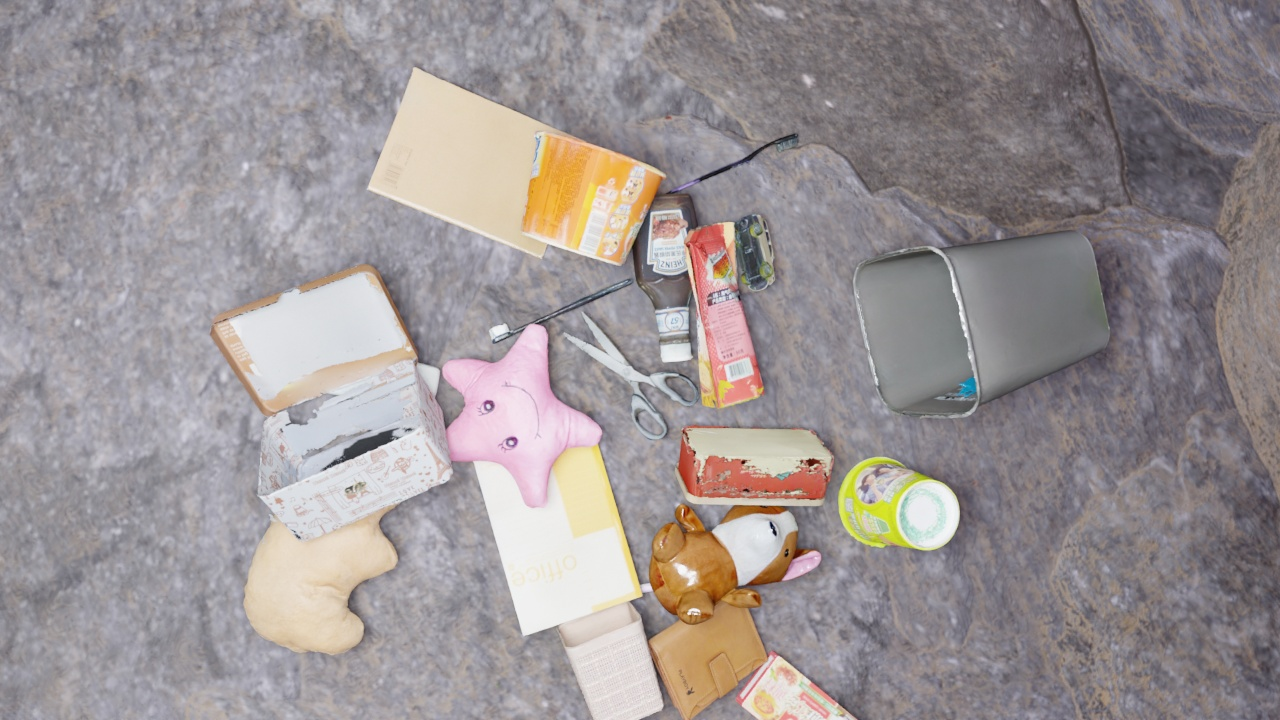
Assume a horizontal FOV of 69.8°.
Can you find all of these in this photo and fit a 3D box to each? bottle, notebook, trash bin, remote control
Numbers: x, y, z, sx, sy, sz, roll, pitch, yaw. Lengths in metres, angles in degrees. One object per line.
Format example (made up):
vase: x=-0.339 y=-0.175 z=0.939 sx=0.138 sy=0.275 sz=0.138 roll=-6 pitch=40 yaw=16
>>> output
bottle: x=0.034 y=-0.096 z=1.080 sx=0.079 sy=0.044 sz=0.195 roll=-6 pitch=91 yaw=-14
notebook: x=-0.095 y=0.194 z=1.054 sx=0.145 sy=0.010 sz=0.206 roll=-15 pitch=86 yaw=-11
notebook: x=-0.186 y=-0.224 z=1.052 sx=0.211 sy=0.012 sz=0.149 roll=21 pitch=86 yaw=-11
trash bin: x=0.406 y=-0.052 z=1.089 sx=0.219 sy=0.199 sz=0.198 roll=-14 pitch=93 yaw=-18
remote control: x=-0.301 y=0.018 z=1.018 sx=0.150 sy=0.021 sz=0.058 roll=16 pitch=93 yaw=-11

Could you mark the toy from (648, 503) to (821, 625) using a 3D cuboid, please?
toy: x=0.106 y=0.216 z=1.051 sx=0.199 sy=0.131 sz=0.140 roll=-14 pitch=71 yaw=-28

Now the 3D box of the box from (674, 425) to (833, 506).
box: x=0.132 y=0.115 z=1.064 sx=0.168 sy=0.091 sz=0.077 roll=2 pitch=112 yaw=-12

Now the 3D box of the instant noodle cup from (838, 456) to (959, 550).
instant noodle cup: x=0.312 y=0.176 z=1.093 sx=0.111 sy=0.123 sz=0.111 roll=0 pitch=89 yaw=-12

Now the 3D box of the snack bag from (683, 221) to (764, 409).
snack bag: x=0.093 y=-0.054 z=1.059 sx=0.073 sy=0.128 sz=0.208 roll=-6 pitch=98 yaw=28

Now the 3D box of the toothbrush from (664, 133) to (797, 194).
toothbrush: x=0.111 y=-0.234 z=1.113 sx=0.189 sy=0.014 sz=0.017 roll=-26 pitch=107 yaw=-11

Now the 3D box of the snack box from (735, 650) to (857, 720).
snack box: x=0.196 y=0.430 z=1.115 sx=0.153 sy=0.025 sz=0.075 roll=41 pitch=81 yaw=-9

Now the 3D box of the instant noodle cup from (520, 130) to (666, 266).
instant noodle cup: x=-0.059 y=-0.174 z=1.008 sx=0.151 sy=0.151 sz=0.111 roll=16 pitch=97 yaw=-11

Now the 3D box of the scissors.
scissors: x=-0.012 y=0.020 z=1.075 sx=0.163 sy=0.014 sz=0.165 roll=0 pitch=102 yaw=5

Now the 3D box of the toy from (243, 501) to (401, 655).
toy: x=-0.333 y=0.200 z=0.985 sx=0.143 sy=0.083 sz=0.225 roll=26 pitch=81 yaw=-15

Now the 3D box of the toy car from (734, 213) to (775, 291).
toy car: x=0.140 y=-0.129 z=1.102 sx=0.035 sy=0.042 sz=0.090 roll=-8 pitch=85 yaw=-34

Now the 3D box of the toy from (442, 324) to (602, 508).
toy: x=-0.146 y=0.074 z=1.022 sx=0.178 sy=0.074 sz=0.194 roll=-27 pitch=87 yaw=-1

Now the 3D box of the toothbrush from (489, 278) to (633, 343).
toothbrush: x=-0.091 y=-0.061 z=1.067 sx=0.181 sy=0.016 sz=0.018 roll=-23 pitch=85 yaw=-11

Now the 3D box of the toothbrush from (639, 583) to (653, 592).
toothbrush: x=0.056 y=0.263 z=1.092 sx=0.189 sy=0.020 sz=0.029 roll=-4 pitch=47 yaw=-12

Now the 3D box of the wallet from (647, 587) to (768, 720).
wallet: x=0.080 y=0.341 z=1.074 sx=0.131 sy=0.031 sz=0.108 roll=-26 pitch=99 yaw=-25

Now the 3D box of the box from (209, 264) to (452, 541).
box: x=-0.309 y=0.045 z=0.922 sx=0.181 sy=0.158 sz=0.205 roll=-20 pitch=124 yaw=-3

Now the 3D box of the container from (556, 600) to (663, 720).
container: x=-0.031 y=0.346 z=1.039 sx=0.089 sy=0.090 sz=0.111 roll=-20 pitch=96 yaw=-12
